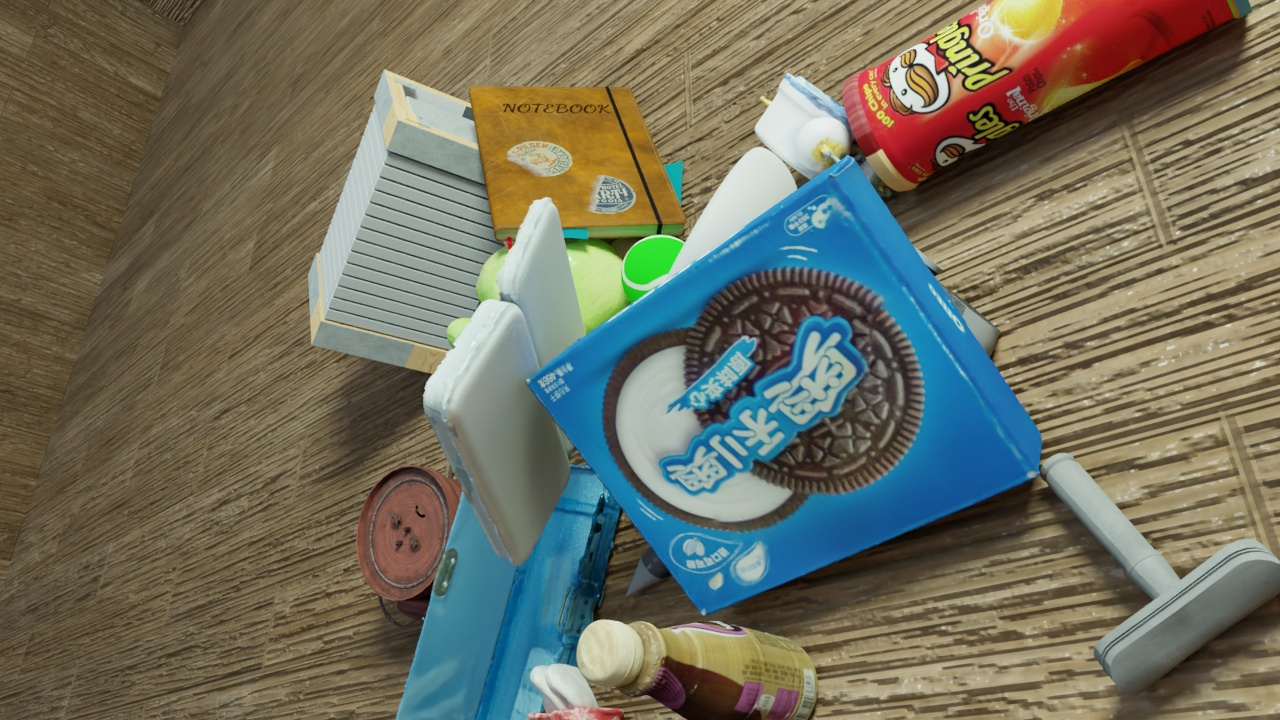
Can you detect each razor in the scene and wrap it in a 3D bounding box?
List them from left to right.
[{"bbox_3d":[0.238,0.089,0.453,0.088,0.047,0.116,-47,35,18],"label":"razor"}]

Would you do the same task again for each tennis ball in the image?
[{"bbox_3d":[0.017,-0.070,0.752,0.066,0.065,0.065,-24,53,37],"label":"tennis ball"}]

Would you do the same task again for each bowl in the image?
[{"bbox_3d":[0.068,-0.057,0.648,0.066,0.176,0.176,30,93,7],"label":"bowl"}]

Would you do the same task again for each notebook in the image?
[{"bbox_3d":[-0.054,-0.181,0.832,0.014,0.178,0.249,100,161,-44],"label":"notebook"}]

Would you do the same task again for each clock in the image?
[{"bbox_3d":[-0.197,0.170,0.832,0.120,0.072,0.158,38,100,35],"label":"clock"},{"bbox_3d":[0.134,-0.155,0.654,0.052,0.088,0.125,-53,39,21],"label":"clock"}]

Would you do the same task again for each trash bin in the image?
[{"bbox_3d":[-0.229,-0.136,0.940,0.247,0.142,0.142,-60,32,24],"label":"trash bin"}]

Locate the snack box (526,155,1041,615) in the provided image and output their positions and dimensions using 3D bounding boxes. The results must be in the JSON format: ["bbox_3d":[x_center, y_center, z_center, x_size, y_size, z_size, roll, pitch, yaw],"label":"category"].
[{"bbox_3d":[0.077,0.028,0.546,0.239,0.195,0.056,-33,7,31],"label":"snack box"}]

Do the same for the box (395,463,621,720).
[{"bbox_3d":[-0.100,0.181,0.707,0.094,0.111,0.231,0,70,48],"label":"box"}]

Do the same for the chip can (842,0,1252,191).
[{"bbox_3d":[0.238,-0.189,0.563,0.214,0.087,0.087,-25,53,35],"label":"chip can"}]

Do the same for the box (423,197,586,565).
[{"bbox_3d":[-0.074,0.020,0.634,0.045,0.210,0.190,10,51,16],"label":"box"}]

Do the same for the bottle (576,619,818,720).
[{"bbox_3d":[0.033,0.177,0.523,0.060,0.166,0.059,-24,54,37],"label":"bottle"}]

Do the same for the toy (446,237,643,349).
[{"bbox_3d":[-0.085,-0.030,0.781,0.107,0.150,0.197,-72,-2,-85],"label":"toy"}]

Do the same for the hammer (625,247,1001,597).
[{"bbox_3d":[0.087,0.055,0.634,0.323,0.043,0.156,-51,41,18],"label":"hammer"}]

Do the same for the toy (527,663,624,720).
[{"bbox_3d":[-0.052,0.305,0.612,0.160,0.084,0.194,-22,56,45],"label":"toy"}]
